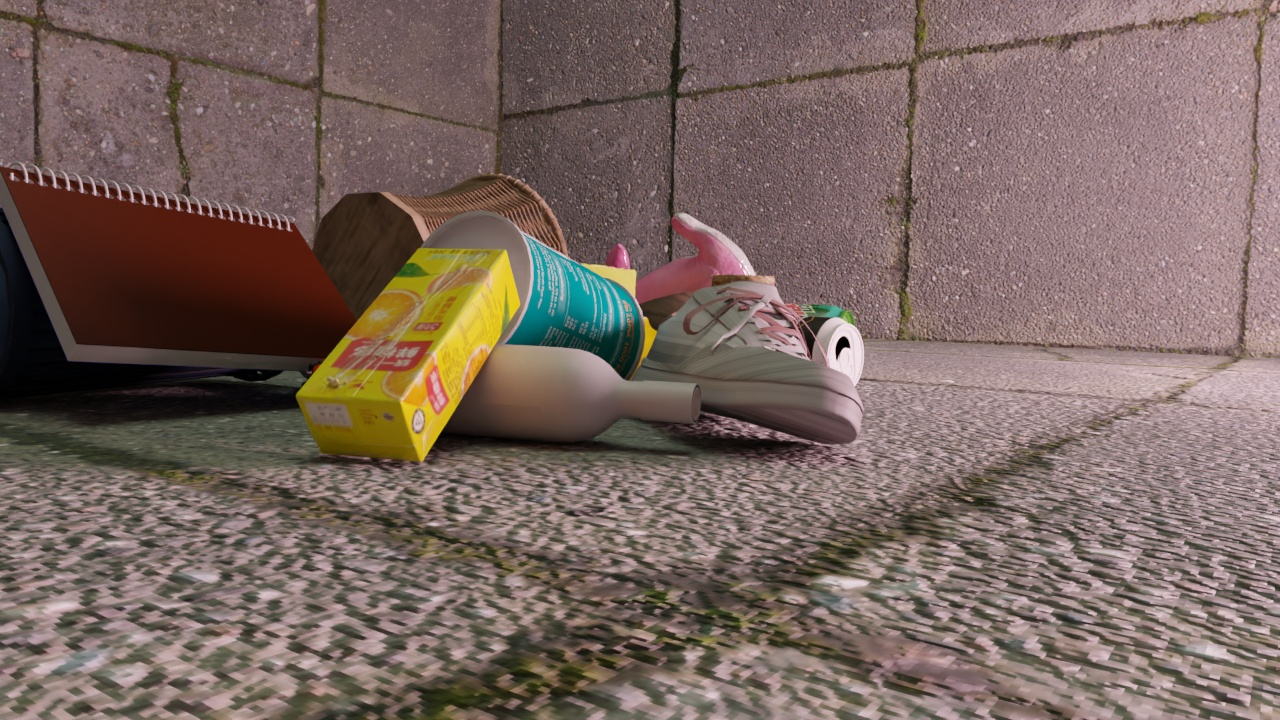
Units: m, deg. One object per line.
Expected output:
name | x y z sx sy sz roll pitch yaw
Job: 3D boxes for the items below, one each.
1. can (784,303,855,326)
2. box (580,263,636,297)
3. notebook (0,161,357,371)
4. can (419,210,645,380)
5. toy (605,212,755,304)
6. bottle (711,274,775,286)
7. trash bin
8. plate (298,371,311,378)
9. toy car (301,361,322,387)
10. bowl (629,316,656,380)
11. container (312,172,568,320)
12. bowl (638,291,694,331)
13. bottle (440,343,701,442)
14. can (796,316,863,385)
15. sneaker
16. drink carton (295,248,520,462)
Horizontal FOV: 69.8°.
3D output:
can | 0.148 -0.019 0.970 0.144 0.083 0.083 4 4 26
box | -0.095 -0.041 0.932 0.080 0.124 0.220 4 6 34
notebook | -0.301 -0.059 0.626 0.208 0.022 0.171 5 40 -55
can | -0.074 -0.029 0.623 0.099 0.099 0.143 4 -10 30
toy | 0.017 -0.050 1.082 0.266 0.186 0.127 -35 12 39
bottle | 0.088 -0.022 0.803 0.056 0.105 0.056 2 4 0
trash bin | -0.386 -0.043 0.675 0.139 0.139 0.249 3 6 25
plate | -0.184 -0.004 0.758 0.189 0.027 0.188 -4 20 1
toy car | -0.174 0.010 0.618 0.100 0.049 0.051 1 4 -6
bowl | -0.023 -0.002 0.736 0.117 0.067 0.117 2 3 0
container | -0.227 -0.094 1.025 0.227 0.227 0.195 4 11 32
bowl | 0.024 -0.044 0.889 0.119 0.032 0.119 -15 -1 0
bottle | -0.064 0.018 0.509 0.195 0.052 0.052 3 4 17
can | 0.134 -0.006 0.850 0.129 0.072 0.071 5 5 44
sneaker | 0.065 -0.009 0.568 0.099 0.089 0.236 18 -3 -20
drink carton | -0.114 -0.008 0.473 0.059 0.043 0.134 3 39 16
